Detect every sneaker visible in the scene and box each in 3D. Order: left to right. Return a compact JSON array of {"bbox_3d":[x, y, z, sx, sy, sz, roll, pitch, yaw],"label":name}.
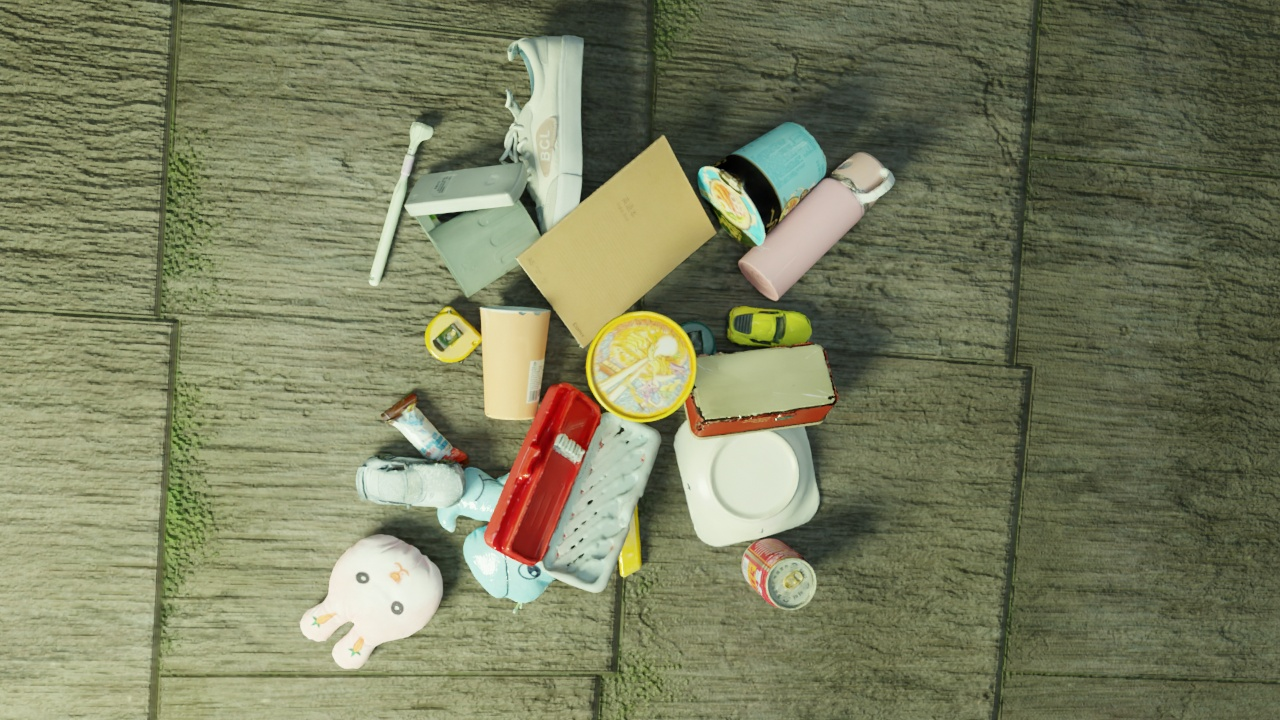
[{"bbox_3d":[-0.111,-0.240,1.017,0.090,0.089,0.242,1,91,-7],"label":"sneaker"}]

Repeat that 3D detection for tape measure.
[{"bbox_3d":[-0.214,-0.026,1.036,0.060,0.029,0.057,45,85,-7],"label":"tape measure"},{"bbox_3d":[0.060,-0.019,1.082,0.058,0.025,0.054,-13,94,-9],"label":"tape measure"}]

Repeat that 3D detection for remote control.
[{"bbox_3d":[-0.188,-0.185,0.997,0.135,0.019,0.056,-2,49,21],"label":"remote control"}]

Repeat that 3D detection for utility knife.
[{"bbox_3d":[-0.020,0.178,1.079,0.033,0.015,0.154,-4,93,-3],"label":"utility knife"}]

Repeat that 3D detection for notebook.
[{"bbox_3d":[-0.023,-0.130,1.031,0.211,0.012,0.149,-41,132,-7],"label":"notebook"}]

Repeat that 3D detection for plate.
[{"bbox_3d":[0.132,0.134,1.093,0.164,0.034,0.163,-14,93,-9],"label":"plate"}]

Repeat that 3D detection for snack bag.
[{"bbox_3d":[-0.243,0.088,1.036,0.048,0.026,0.104,-38,97,-14],"label":"snack bag"}]

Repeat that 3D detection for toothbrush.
[{"bbox_3d":[-0.272,-0.174,1.028,0.029,0.020,0.189,17,90,18],"label":"toothbrush"}]

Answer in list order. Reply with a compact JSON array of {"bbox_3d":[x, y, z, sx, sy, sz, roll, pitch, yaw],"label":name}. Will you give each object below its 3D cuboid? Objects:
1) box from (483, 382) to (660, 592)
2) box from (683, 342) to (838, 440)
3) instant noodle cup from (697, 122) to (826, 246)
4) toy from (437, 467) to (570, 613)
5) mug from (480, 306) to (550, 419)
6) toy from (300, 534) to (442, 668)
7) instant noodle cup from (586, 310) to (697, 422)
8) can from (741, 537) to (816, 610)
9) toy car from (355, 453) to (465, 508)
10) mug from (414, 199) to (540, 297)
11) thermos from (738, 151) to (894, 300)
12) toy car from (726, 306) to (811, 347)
[{"bbox_3d":[-0.074,0.141,1.026,0.159,0.065,0.200,29,70,-18],"label":"box"},{"bbox_3d":[0.136,0.030,1.055,0.168,0.078,0.091,-7,66,-10],"label":"box"},{"bbox_3d":[0.146,-0.210,1.055,0.120,0.111,0.111,-39,97,-12],"label":"instant noodle cup"},{"bbox_3d":[-0.153,0.205,1.042,0.161,0.050,0.156,7,88,-5],"label":"toy"},{"bbox_3d":[-0.142,0.002,1.028,0.078,0.078,0.123,2,96,-9],"label":"mug"},{"bbox_3d":[-0.299,0.270,1.021,0.121,0.054,0.159,42,93,-7],"label":"toy"},{"bbox_3d":[-0.006,0.006,1.026,0.118,0.114,0.118,0,91,-9],"label":"instant noodle cup"},{"bbox_3d":[0.161,0.248,1.070,0.066,0.094,0.066,0,91,-9],"label":"can"},{"bbox_3d":[-0.254,0.135,1.015,0.121,0.036,0.054,2,103,7],"label":"toy car"},{"bbox_3d":[-0.181,-0.147,1.019,0.103,0.084,0.124,-32,71,-8],"label":"mug"},{"bbox_3d":[0.211,-0.158,1.072,0.198,0.087,0.067,-43,117,-5],"label":"thermos"},{"bbox_3d":[0.155,-0.039,1.093,0.105,0.032,0.048,5,90,-11],"label":"toy car"}]
